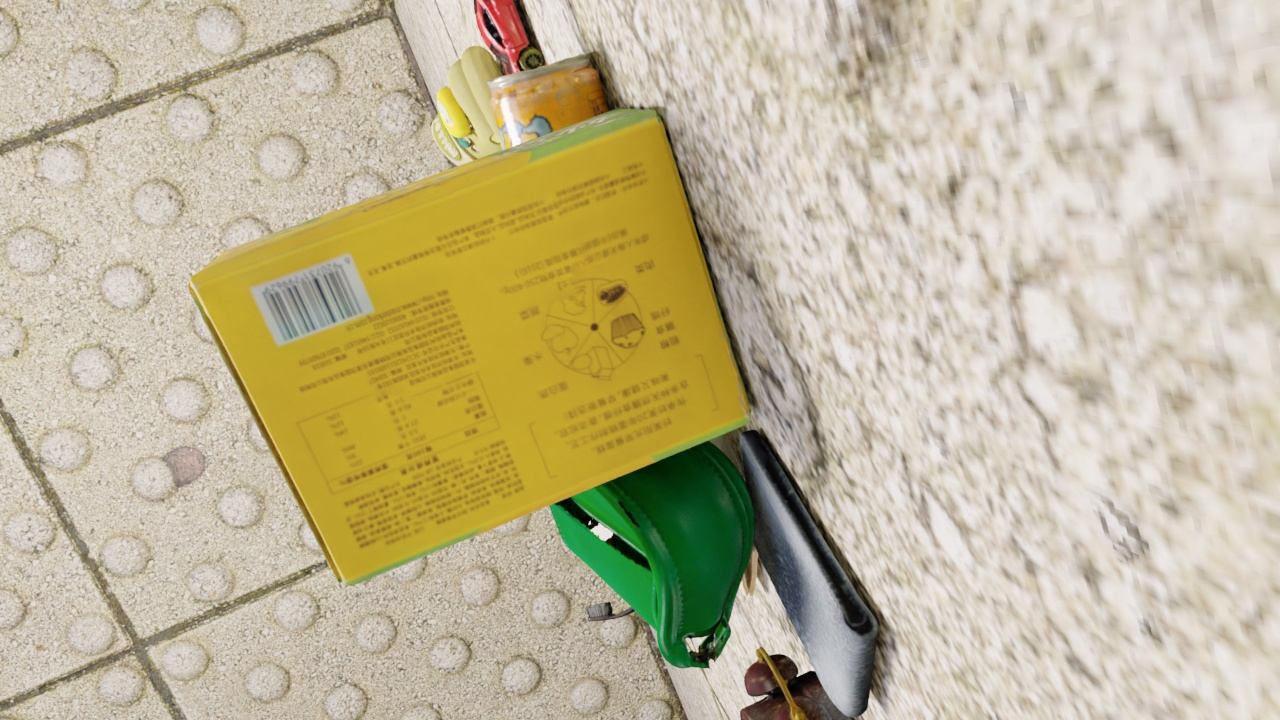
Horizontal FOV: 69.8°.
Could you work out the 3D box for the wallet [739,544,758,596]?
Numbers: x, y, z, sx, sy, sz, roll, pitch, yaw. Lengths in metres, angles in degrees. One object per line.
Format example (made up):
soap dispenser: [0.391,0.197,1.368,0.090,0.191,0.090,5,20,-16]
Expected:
wallet: [0.048,0.102,0.633,0.087,0.024,0.115,74,168,-49]

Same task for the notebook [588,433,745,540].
notebook: [-0.025,0.020,0.577,0.151,0.012,0.209,-21,92,40]

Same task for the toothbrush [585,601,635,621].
toothbrush: [0.016,0.188,0.731,0.190,0.014,0.016,-29,67,43]

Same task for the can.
can: [-0.034,-0.083,0.490,0.058,0.058,0.146,-135,28,-70]

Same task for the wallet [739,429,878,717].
wallet: [0.080,0.103,0.451,0.097,0.019,0.120,79,167,-49]

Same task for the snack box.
snack box: [-0.071,-0.009,0.431,0.070,0.210,0.158,-131,21,-69]

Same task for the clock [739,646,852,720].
clock: [0.095,0.223,0.543,0.082,0.055,0.122,-133,23,-69]

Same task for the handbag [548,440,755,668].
handbag: [0.004,0.093,0.513,0.131,0.067,0.120,34,140,46]

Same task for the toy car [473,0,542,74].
toy car: [-0.092,-0.224,0.621,0.049,0.031,0.106,-139,25,-75]

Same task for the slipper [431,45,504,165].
slipper: [-0.153,-0.215,0.873,0.091,0.081,0.191,63,174,11]
